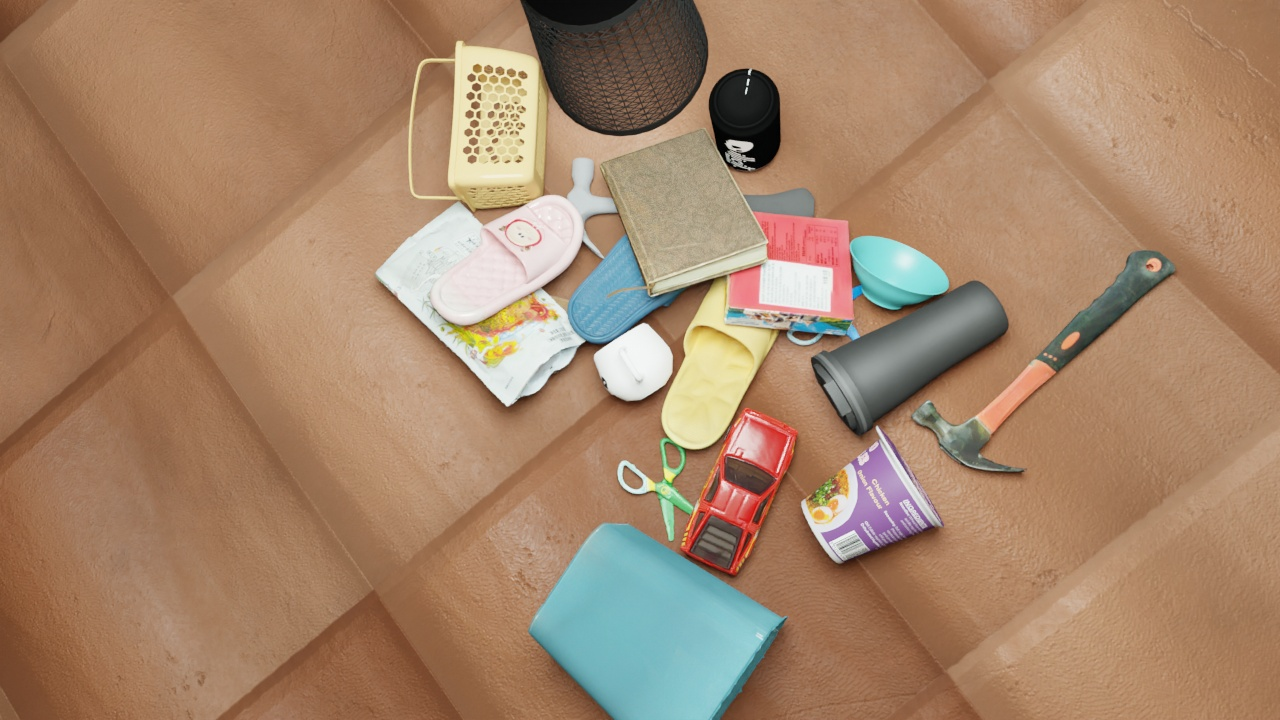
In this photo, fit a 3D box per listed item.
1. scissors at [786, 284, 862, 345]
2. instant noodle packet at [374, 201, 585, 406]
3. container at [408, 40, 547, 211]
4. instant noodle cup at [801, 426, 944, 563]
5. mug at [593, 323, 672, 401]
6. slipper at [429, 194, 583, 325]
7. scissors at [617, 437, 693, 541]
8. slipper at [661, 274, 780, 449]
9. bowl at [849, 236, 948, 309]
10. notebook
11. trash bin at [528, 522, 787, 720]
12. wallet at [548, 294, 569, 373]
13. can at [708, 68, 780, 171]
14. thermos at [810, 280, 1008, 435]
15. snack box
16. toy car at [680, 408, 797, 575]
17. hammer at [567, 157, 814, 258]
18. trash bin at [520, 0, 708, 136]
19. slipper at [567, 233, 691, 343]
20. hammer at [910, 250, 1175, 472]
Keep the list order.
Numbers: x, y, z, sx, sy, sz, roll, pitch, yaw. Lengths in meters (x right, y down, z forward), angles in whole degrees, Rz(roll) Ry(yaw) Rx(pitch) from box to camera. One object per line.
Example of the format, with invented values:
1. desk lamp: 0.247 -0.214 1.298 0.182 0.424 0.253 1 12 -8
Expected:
1. scissors: 0.228 -0.065 1.115 0.130 0.013 0.125 -38 80 3
2. instant noodle packet: -0.200 -0.075 1.143 0.146 0.057 0.269 -42 72 -13
3. container: -0.207 -0.289 1.156 0.167 0.129 0.183 1 84 2
4. instant noodle cup: 0.251 0.159 1.037 0.122 0.121 0.137 -34 106 14
5. mug: -0.006 0.006 1.090 0.090 0.124 0.076 -32 89 4
6. slipper: -0.159 -0.124 1.116 0.107 0.056 0.221 40 68 20
7. scissors: 0.022 0.161 1.123 0.117 0.012 0.129 -6 84 5
8. slipper: 0.103 -0.017 1.099 0.099 0.078 0.263 24 87 8
9. bowl: 0.294 -0.094 1.077 0.121 0.120 0.046 27 125 11
10. notebook: 0.029 -0.171 1.081 0.190 0.034 0.215 -18 55 -4
11. trash bin: 0.017 0.306 1.025 0.219 0.199 0.196 34 89 18
12. wallet: -0.148 -0.042 1.169 0.121 0.027 0.098 13 82 11
13. can: 0.126 -0.282 1.090 0.080 0.146 0.080 -1 83 9
14. thermos: 0.307 -0.007 1.055 0.218 0.106 0.106 -30 79 0
15. snack box: 0.173 -0.105 1.078 0.145 0.040 0.142 6 61 -1
16. toy car: 0.117 0.154 1.085 0.081 0.056 0.189 25 85 4
17. hammer: 0.060 -0.190 1.151 0.311 0.029 0.125 2 83 9
18. trash bin: -0.039 -0.413 1.083 0.217 0.243 0.217 -1 83 9
19. slipper: 0.002 -0.104 1.116 0.213 0.059 0.104 -38 79 -3
20. hammer: 0.479 -0.005 1.059 0.333 0.033 0.133 -45 77 1
